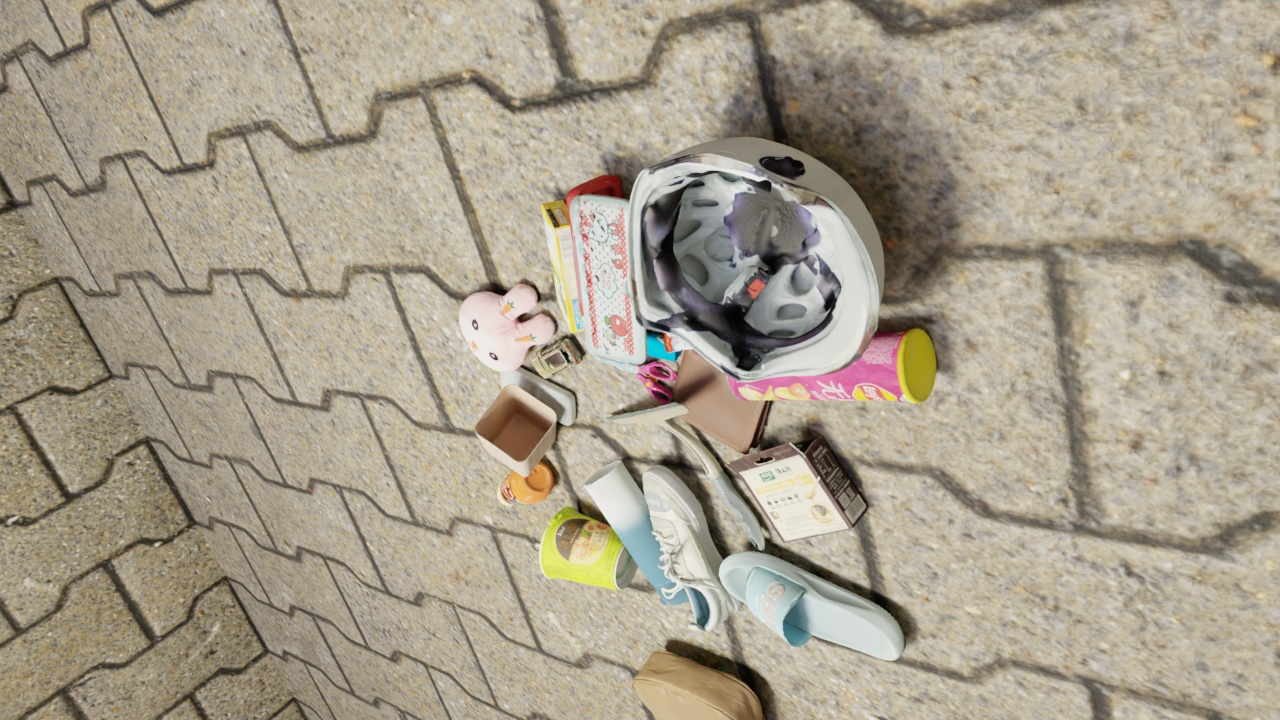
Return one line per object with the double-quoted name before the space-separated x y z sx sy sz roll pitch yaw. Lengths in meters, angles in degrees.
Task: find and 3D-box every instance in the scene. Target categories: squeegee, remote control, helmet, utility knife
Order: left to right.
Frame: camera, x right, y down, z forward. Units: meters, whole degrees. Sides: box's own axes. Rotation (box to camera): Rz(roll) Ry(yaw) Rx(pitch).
"remote control" -0.148 0.047 1.322 0.136 0.020 0.056 24 132 28
"utility knife" -0.014 -0.026 1.149 0.159 0.018 0.034 13 140 37
"squeegee" 0.087 0.142 1.161 0.246 0.039 0.247 49 160 -8
"helmet" 0.120 -0.107 0.873 0.259 0.145 0.229 18 131 23

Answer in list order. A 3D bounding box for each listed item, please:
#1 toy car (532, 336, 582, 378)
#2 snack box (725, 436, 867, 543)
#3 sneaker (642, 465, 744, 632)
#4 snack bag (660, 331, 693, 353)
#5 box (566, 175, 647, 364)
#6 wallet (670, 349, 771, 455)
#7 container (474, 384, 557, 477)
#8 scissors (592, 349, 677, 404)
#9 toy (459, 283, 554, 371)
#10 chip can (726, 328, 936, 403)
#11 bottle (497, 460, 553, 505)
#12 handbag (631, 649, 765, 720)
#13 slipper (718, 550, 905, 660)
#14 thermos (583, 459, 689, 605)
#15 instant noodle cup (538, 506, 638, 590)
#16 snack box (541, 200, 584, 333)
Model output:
"toy car" -0.117 -0.001 1.249 0.091 0.035 0.042 -24 100 51
"snack box" 0.180 0.146 1.068 0.114 0.053 0.125 -27 98 49
"sneaker" 0.051 0.257 1.227 0.090 0.090 0.242 -4 117 58
"snack bag" 0.069 -0.029 1.053 0.104 0.026 0.048 -4 124 22
"box" -0.022 -0.099 1.041 0.102 0.095 0.202 21 129 38
"wallet" 0.095 0.044 1.092 0.124 0.032 0.101 31 132 22
"container" -0.175 0.105 1.313 0.090 0.090 0.111 33 161 9
"scissors" -0.008 0.005 1.160 0.138 0.017 0.084 33 144 14
"toy" -0.189 -0.048 1.271 0.160 0.054 0.121 -25 99 41
"chip can" 0.191 0.008 0.946 0.211 0.071 0.071 -2 116 44
"bottle" -0.189 0.200 1.444 0.067 0.066 0.150 54 146 -2
"handbag" 0.094 0.514 1.383 0.205 0.099 0.148 10 132 38
"slipper" 0.206 0.318 1.144 0.246 0.074 0.104 16 140 31
"thermos" 0.007 0.245 1.293 0.070 0.070 0.220 -27 99 49
"instant noodle cup" -0.069 0.286 1.367 0.123 0.111 0.112 11 125 27
"snack box" -0.088 -0.114 1.109 0.087 0.033 0.141 -119 21 -58
